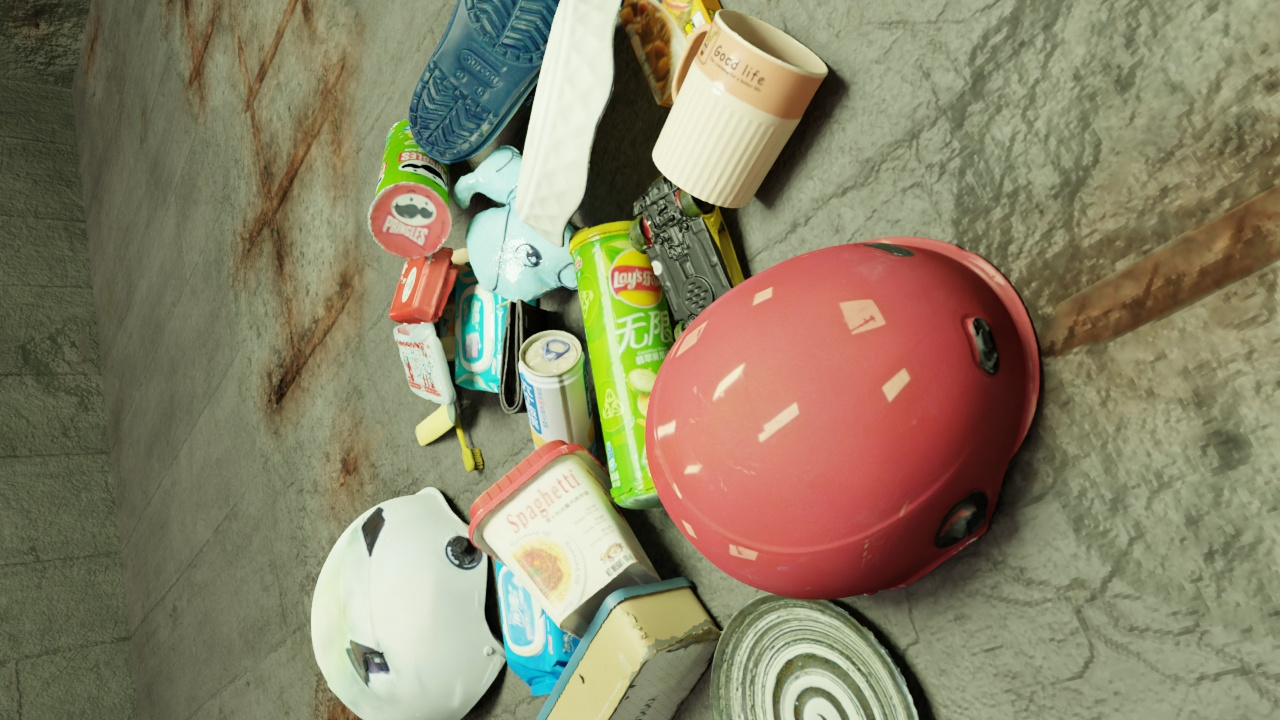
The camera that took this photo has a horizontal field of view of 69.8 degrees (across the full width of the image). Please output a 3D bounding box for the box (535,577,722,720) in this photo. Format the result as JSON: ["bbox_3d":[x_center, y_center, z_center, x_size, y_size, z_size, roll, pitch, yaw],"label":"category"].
[{"bbox_3d":[-0.008,0.245,0.710,0.062,0.089,0.185,48,123,38],"label":"box"}]

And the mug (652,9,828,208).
[{"bbox_3d":[0.058,-0.179,0.633,0.114,0.081,0.106,56,131,36],"label":"mug"}]

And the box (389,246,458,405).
[{"bbox_3d":[-0.222,-0.035,0.933,0.201,0.058,0.161,-177,88,-68],"label":"box"}]

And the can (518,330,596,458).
[{"bbox_3d":[-0.067,0.039,0.758,0.053,0.053,0.135,50,155,37],"label":"can"}]

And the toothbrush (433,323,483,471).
[{"bbox_3d":[-0.204,0.037,0.996,0.016,0.016,0.190,-48,54,40],"label":"toothbrush"}]

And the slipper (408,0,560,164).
[{"bbox_3d":[-0.122,-0.294,0.843,0.253,0.105,0.095,-57,7,16],"label":"slipper"}]

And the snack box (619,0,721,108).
[{"bbox_3d":[0.019,-0.280,0.719,0.075,0.026,0.153,-41,60,42],"label":"snack box"}]

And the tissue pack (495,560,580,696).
[{"bbox_3d":[-0.088,0.224,0.830,0.095,0.052,0.157,-22,74,48],"label":"tissue pack"}]

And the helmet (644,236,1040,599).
[{"bbox_3d":[0.098,0.034,0.535,0.207,0.143,0.241,54,125,28],"label":"helmet"}]

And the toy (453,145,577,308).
[{"bbox_3d":[-0.111,-0.119,0.834,0.161,0.050,0.156,19,77,18],"label":"toy"}]

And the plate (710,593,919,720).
[{"bbox_3d":[0.116,0.244,0.612,0.180,0.024,0.179,-2,87,49],"label":"plate"}]

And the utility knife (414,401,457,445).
[{"bbox_3d":[-0.227,0.070,1.005,0.167,0.018,0.031,-26,73,54],"label":"utility knife"}]

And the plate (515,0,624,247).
[{"bbox_3d":[-0.061,-0.197,0.733,0.205,0.045,0.205,-170,91,-77],"label":"plate"}]

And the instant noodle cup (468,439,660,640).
[{"bbox_3d":[-0.054,0.147,0.725,0.116,0.117,0.124,-39,56,-3],"label":"instant noodle cup"}]

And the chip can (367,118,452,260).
[{"bbox_3d":[-0.222,-0.175,0.900,0.235,0.072,0.072,-111,38,-60],"label":"chip can"}]

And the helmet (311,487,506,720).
[{"bbox_3d":[-0.268,0.266,0.972,0.230,0.145,0.258,-39,61,42],"label":"helmet"}]

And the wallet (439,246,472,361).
[{"bbox_3d":[-0.190,-0.059,0.974,0.087,0.024,0.115,-7,84,55],"label":"wallet"}]

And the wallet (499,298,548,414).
[{"bbox_3d":[-0.099,-0.001,0.808,0.020,0.122,0.096,3,89,6],"label":"wallet"}]

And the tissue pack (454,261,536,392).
[{"bbox_3d":[-0.142,-0.035,0.894,0.093,0.050,0.133,-3,87,51],"label":"tissue pack"}]

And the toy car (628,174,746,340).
[{"bbox_3d":[0.043,-0.065,0.678,0.071,0.041,0.156,-27,83,44],"label":"toy car"}]

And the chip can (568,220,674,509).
[{"bbox_3d":[-0.004,0.004,0.714,0.073,0.072,0.221,-24,73,47],"label":"chip can"}]
